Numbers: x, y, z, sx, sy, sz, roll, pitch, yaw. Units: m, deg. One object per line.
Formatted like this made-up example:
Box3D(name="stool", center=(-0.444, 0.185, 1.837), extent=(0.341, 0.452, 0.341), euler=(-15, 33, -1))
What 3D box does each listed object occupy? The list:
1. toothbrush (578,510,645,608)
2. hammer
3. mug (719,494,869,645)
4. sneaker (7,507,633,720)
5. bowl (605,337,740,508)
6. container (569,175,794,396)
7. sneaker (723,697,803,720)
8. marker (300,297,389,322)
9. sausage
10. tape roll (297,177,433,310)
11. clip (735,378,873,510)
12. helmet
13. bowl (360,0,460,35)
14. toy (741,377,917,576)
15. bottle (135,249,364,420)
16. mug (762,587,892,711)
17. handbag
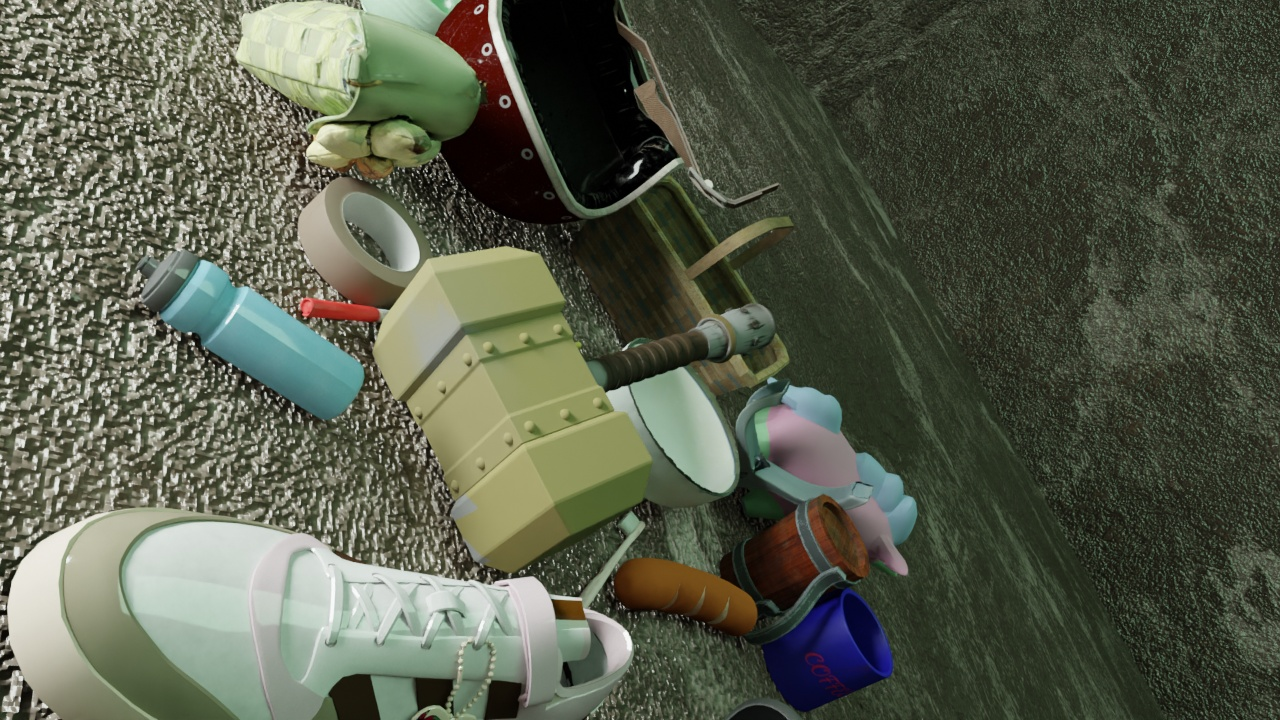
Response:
Box3D(name="toothbrush", center=(-0.031, 0.155, 0.666), extent=(0.018, 0.016, 0.180), euler=(48, 24, -1))
Box3D(name="hammer", center=(-0.004, 0.004, 0.675), extent=(0.323, 0.101, 0.190), euler=(-18, 74, -45))
Box3D(name="mug", center=(0.132, 0.189, 0.803), extent=(0.081, 0.111, 0.117), euler=(47, 26, -18))
Box3D(name="sneaker", center=(-0.114, 0.127, 0.423), extent=(0.293, 0.117, 0.111), euler=(33, 33, -40))
Box3D(name="bowl", center=(0.013, 0.063, 0.790), extent=(0.153, 0.073, 0.153), euler=(42, 27, -28))
Box3D(name="container", center=(0.069, -0.090, 0.945), extent=(0.250, 0.187, 0.157), euler=(58, 25, 5))
Box3D(name="sneaker", center=(0.133, 0.369, 0.627), extent=(0.160, 0.093, 0.256), euler=(42, 25, -46))
Box3D(name="marker", center=(-0.175, -0.030, 0.637), extent=(0.142, 0.013, 0.012), euler=(6, 54, -60))
Box3D(name="sausage", center=(0.038, 0.185, 0.723), extent=(0.164, 0.039, 0.044), euler=(30, 35, -44))
Box3D(name="tape roll", center=(-0.192, -0.082, 0.647), extent=(0.093, 0.030, 0.093), euler=(42, 28, -28))
Box3D(name="clip", center=(0.147, 0.102, 0.845), extent=(0.164, 0.169, 0.031), euler=(33, 49, 7))
Box3D(name="helmet", center=(-0.058, -0.229, 0.808), extent=(0.233, 0.253, 0.233), euler=(-104, 172, -67))
Box3D(name="bowl", center=(-0.217, -0.351, 0.880), extent=(0.151, 0.077, 0.150), euler=(42, 28, -28))
Box3D(name="toy", center=(0.189, 0.120, 0.924), extent=(0.119, 0.171, 0.222), euler=(-58, 145, -64))
Box3D(name="bottle", center=(-0.216, -0.016, 0.508), extent=(0.130, 0.040, 0.040), euler=(40, 29, -31))
Box3D(name="mug", center=(0.167, 0.249, 0.826), extent=(0.079, 0.084, 0.111), euler=(47, 26, -18))
Box3D(name="handbag", center=(-0.208, -0.192, 0.662), extent=(0.186, 0.117, 0.113), euler=(26, 18, 34))
